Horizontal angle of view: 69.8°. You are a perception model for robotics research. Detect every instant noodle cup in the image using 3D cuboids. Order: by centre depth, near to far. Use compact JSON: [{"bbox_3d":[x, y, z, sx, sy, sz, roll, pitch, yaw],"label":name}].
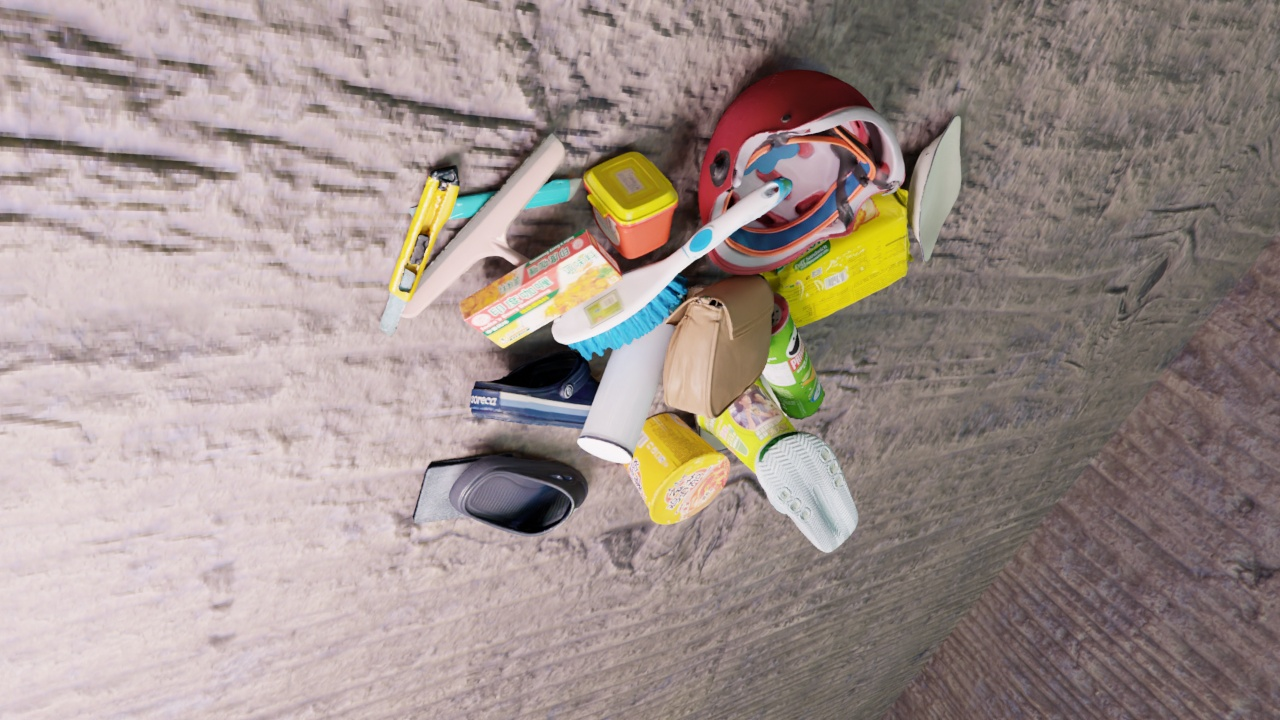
[{"bbox_3d":[0.159,0.096,1.286,0.111,0.123,0.112,-23,141,-21],"label":"instant noodle cup"},{"bbox_3d":[0.043,0.152,1.329,0.137,0.110,0.138,-24,140,-22],"label":"instant noodle cup"}]

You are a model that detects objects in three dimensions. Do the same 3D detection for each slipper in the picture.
[{"bbox_3d":[-0.105,0.034,1.095,0.252,0.105,0.095,6,92,-55],"label":"slipper"},{"bbox_3d":[-0.143,0.194,1.210,0.111,0.083,0.268,-51,150,7],"label":"slipper"},{"bbox_3d":[0.226,0.175,1.257,0.104,0.074,0.245,-44,129,-8],"label":"slipper"}]

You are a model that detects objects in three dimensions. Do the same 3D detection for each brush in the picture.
[{"bbox_3d":[0.035,-0.095,0.994,0.315,0.060,0.109,-29,161,14],"label":"brush"}]

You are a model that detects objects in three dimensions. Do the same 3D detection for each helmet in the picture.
[{"bbox_3d":[0.157,-0.219,1.018,0.206,0.143,0.241,11,139,-38],"label":"helmet"}]

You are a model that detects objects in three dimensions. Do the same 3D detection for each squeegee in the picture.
[{"bbox_3d":[-0.097,-0.095,0.997,0.248,0.040,0.249,-44,148,16],"label":"squeegee"}]

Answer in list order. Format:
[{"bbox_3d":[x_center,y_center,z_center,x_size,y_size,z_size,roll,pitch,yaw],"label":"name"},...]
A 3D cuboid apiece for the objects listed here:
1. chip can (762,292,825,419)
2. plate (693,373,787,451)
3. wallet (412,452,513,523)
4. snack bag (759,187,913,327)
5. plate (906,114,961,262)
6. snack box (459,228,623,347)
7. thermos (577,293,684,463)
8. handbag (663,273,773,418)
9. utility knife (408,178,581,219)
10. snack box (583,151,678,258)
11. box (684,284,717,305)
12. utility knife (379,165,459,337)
[{"bbox_3d":[0.196,-0.001,1.262,0.072,0.072,0.236,-39,142,-2],"label":"chip can"},{"bbox_3d":[0.164,0.049,1.384,0.204,0.045,0.205,-24,142,-21],"label":"plate"},{"bbox_3d":[-0.228,0.163,1.180,0.120,0.019,0.097,-4,129,-37],"label":"wallet"},{"bbox_3d":[0.258,-0.130,1.238,0.246,0.068,0.158,-27,143,-2],"label":"snack bag"},{"bbox_3d":[0.400,-0.236,1.262,0.164,0.034,0.164,-61,149,-23],"label":"plate"},{"bbox_3d":[-0.103,-0.073,0.956,0.156,0.027,0.077,-29,149,12],"label":"snack box"},{"bbox_3d":[-0.006,0.006,1.084,0.073,0.073,0.223,54,51,-54],"label":"thermos"},{"bbox_3d":[0.088,-0.022,1.068,0.204,0.100,0.148,-32,132,-61],"label":"handbag"},{"bbox_3d":[-0.143,-0.161,0.918,0.182,0.013,0.029,-14,134,-26],"label":"utility knife"},{"bbox_3d":[-0.012,-0.161,0.972,0.082,0.091,0.080,-27,149,-17],"label":"snack box"},{"bbox_3d":[0.079,-0.024,1.204,0.086,0.076,0.162,-60,154,-26],"label":"box"},{"bbox_3d":[-0.219,-0.102,0.900,0.033,0.015,0.202,10,122,-31],"label":"utility knife"}]
